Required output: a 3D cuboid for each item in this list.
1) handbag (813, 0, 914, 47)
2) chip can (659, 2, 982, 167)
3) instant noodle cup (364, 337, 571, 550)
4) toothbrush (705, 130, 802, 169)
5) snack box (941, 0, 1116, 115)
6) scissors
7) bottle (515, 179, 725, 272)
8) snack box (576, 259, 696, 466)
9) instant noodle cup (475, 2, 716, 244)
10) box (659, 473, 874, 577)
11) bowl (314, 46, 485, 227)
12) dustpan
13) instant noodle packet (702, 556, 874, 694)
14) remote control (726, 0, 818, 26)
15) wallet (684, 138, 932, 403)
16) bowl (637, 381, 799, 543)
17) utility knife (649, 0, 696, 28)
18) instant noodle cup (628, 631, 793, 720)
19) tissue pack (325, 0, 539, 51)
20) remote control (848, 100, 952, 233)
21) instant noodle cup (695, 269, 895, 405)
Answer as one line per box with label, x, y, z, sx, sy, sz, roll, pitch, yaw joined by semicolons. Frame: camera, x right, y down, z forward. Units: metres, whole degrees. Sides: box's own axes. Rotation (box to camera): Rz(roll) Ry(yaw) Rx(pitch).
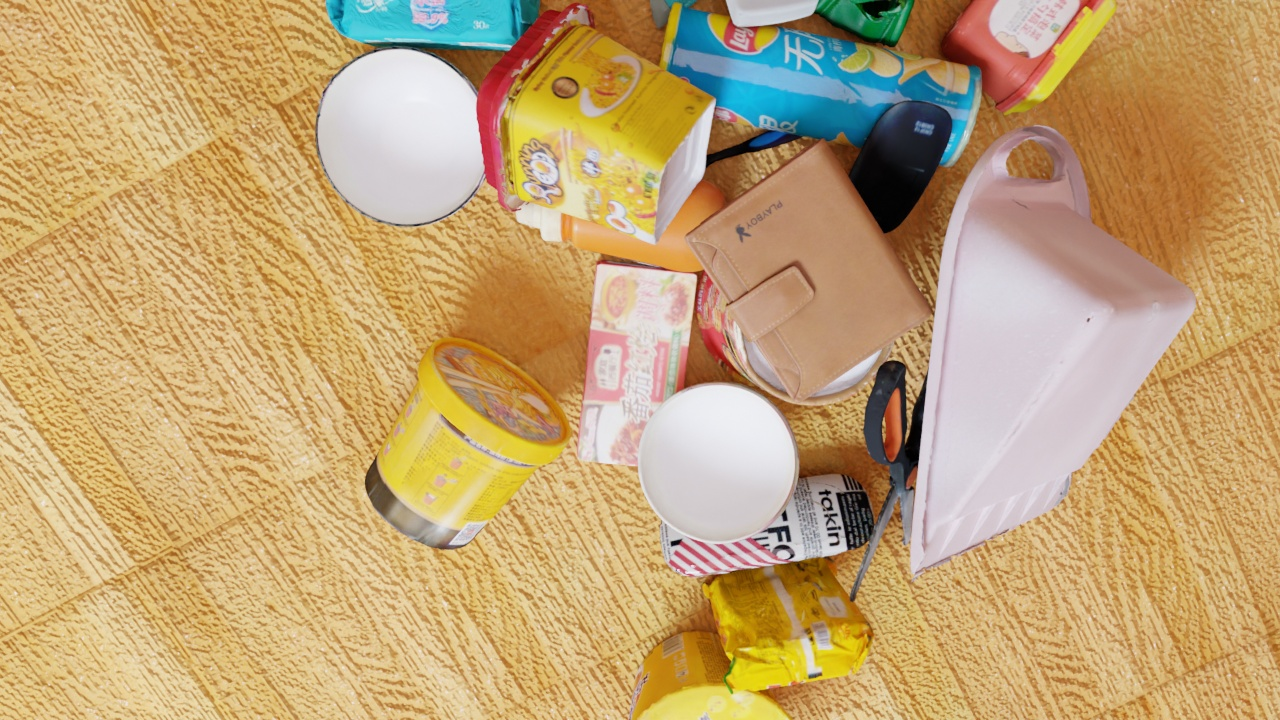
handbag;0.166;-0.277;0.593;0.068;0.120;0.131;21;102;0
chip can;0.117;-0.187;0.627;0.210;0.071;0.071;12;101;0
instant noodle cup;-0.129;0.064;0.661;0.118;0.118;0.115;35;106;-8
toothbrush;0.108;-0.166;0.670;0.189;0.016;0.014;-19;93;0
snack box;0.262;-0.228;0.628;0.080;0.082;0.091;37;97;1
scissors;0.193;0.062;0.665;0.022;0.234;0.220;21;66;32
bottle;-0.016;-0.101;0.657;0.149;0.066;0.067;6;102;4
snack box;-0.004;0.004;0.694;0.075;0.025;0.153;6;102;-4
instant noodle cup;-0.025;-0.145;0.592;0.124;0.116;0.115;27;62;12
box;0.097;0.129;0.718;0.163;0.082;0.075;-13;66;3
bowl;-0.158;-0.153;0.635;0.116;0.066;0.116;0;103;-1
dustpan;0.260;-0.011;0.645;0.222;0.139;0.274;-5;129;-44
instant noodle packet;0.107;0.195;0.686;0.111;0.128;0.044;-12;106;0
remote control;0.071;-0.291;0.604;0.058;0.021;0.150;-13;78;-9
wallet;0.104;-0.054;0.572;0.108;0.031;0.132;-34;99;3
bowl;0.059;0.072;0.667;0.113;0.062;0.113;-1;87;12
utility knife;0.069;-0.295;0.640;0.166;0.013;0.029;-40;103;3
instant noodle cup;0.049;0.286;0.712;0.138;0.109;0.138;0;101;-2
tissue pack;-0.135;-0.233;0.606;0.133;0.093;0.050;0;105;-3
remote control;0.169;-0.122;0.625;0.053;0.137;0.024;11;62;0
instant noodle cup;0.112;-0.035;0.647;0.138;0.108;0.138;0;101;-2
